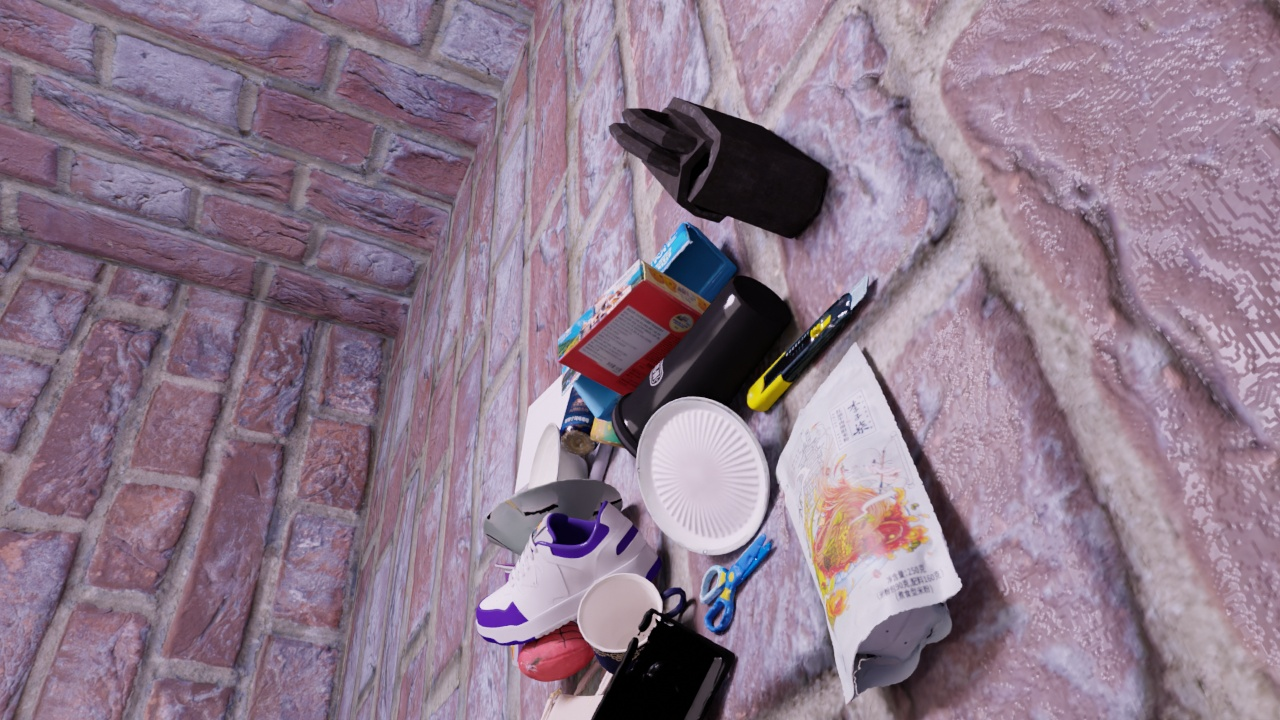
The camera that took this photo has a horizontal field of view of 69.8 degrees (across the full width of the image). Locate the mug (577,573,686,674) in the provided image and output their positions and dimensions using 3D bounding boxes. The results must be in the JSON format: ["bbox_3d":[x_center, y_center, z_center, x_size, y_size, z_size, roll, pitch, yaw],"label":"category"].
[{"bbox_3d":[-0.001,0.274,0.945,0.089,0.111,0.085,74,168,-46],"label":"mug"}]

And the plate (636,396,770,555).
[{"bbox_3d":[0.061,0.112,0.897,0.157,0.014,0.157,7,100,39],"label":"plate"}]

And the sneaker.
[{"bbox_3d":[-0.104,0.235,1.035,0.245,0.111,0.091,-27,7,19],"label":"sneaker"}]

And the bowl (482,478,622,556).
[{"bbox_3d":[-0.100,0.214,1.114,0.175,0.174,0.067,-53,43,42],"label":"bowl"}]

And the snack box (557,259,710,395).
[{"bbox_3d":[0.008,-0.022,1.001,0.145,0.142,0.040,-42,35,29],"label":"snack box"}]

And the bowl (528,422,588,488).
[{"bbox_3d":[-0.113,0.179,1.295,0.177,0.057,0.176,-170,91,-73],"label":"bowl"}]

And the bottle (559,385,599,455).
[{"bbox_3d":[-0.072,0.058,1.273,0.056,0.056,0.160,-54,16,41],"label":"bottle"}]

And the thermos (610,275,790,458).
[{"bbox_3d":[0.063,0.016,0.951,0.219,0.105,0.105,-54,29,31],"label":"thermos"}]

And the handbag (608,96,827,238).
[{"bbox_3d":[0.062,-0.208,0.963,0.102,0.199,0.197,-66,22,20],"label":"handbag"}]

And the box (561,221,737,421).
[{"bbox_3d":[-0.008,-0.050,1.071,0.244,0.085,0.091,-50,52,16],"label":"box"}]

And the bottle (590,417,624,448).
[{"bbox_3d":[-0.007,0.007,1.156,0.068,0.068,0.209,0,75,68],"label":"bottle"}]

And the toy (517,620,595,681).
[{"bbox_3d":[-0.083,0.327,1.060,0.092,0.132,0.062,-21,87,30],"label":"toy"}]

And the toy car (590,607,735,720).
[{"bbox_3d":[0.005,0.334,0.867,0.191,0.094,0.071,-63,-5,-3],"label":"toy car"}]

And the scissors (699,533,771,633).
[{"bbox_3d":[0.090,0.208,0.862,0.131,0.022,0.070,-51,30,38],"label":"scissors"}]

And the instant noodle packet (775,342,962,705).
[{"bbox_3d":[0.160,0.113,0.709,0.147,0.057,0.268,-60,21,29],"label":"instant noodle packet"}]

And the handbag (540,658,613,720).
[{"bbox_3d":[-0.054,0.408,0.984,0.195,0.101,0.197,-34,32,58],"label":"handbag"}]

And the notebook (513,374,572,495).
[{"bbox_3d":[-0.151,0.116,1.506,0.246,0.013,0.177,-41,37,54],"label":"notebook"}]

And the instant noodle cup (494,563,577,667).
[{"bbox_3d":[-0.125,0.323,1.167,0.121,0.137,0.121,26,-116,-67],"label":"instant noodle cup"}]

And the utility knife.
[{"bbox_3d":[0.155,-0.014,0.850,0.188,0.020,0.028,-53,32,40],"label":"utility knife"}]

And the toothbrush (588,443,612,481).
[{"bbox_3d":[-0.051,0.131,1.244,0.019,0.018,0.188,-143,70,-76],"label":"toothbrush"}]
